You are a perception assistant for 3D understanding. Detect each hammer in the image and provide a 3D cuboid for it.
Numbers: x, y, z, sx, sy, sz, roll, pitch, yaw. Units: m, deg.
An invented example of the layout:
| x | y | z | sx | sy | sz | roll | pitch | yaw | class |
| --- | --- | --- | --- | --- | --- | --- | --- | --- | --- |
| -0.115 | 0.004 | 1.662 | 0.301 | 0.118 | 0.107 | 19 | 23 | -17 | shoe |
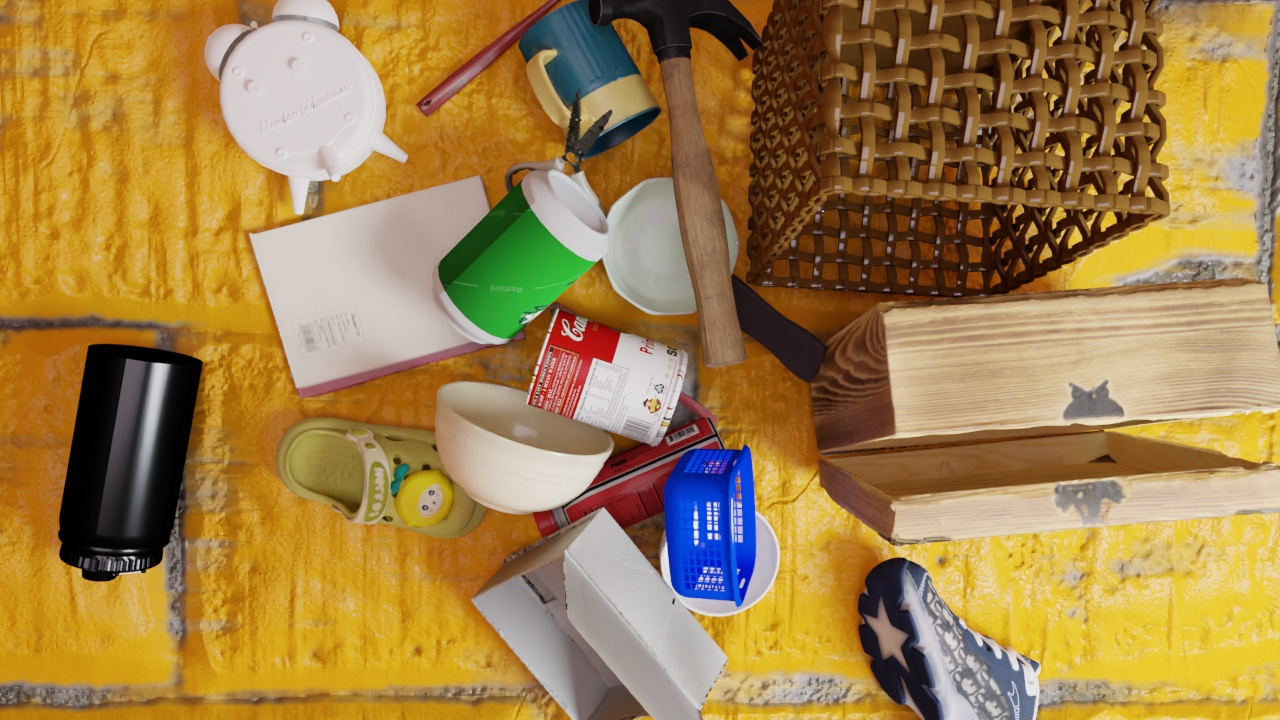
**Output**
| x | y | z | sx | sy | sz | roll | pitch | yaw | class |
| --- | --- | --- | --- | --- | --- | --- | --- | --- | --- |
| 0.048 | -0.147 | 0.736 | 0.132 | 0.040 | 0.305 | -10 | 90 | -22 | hammer |

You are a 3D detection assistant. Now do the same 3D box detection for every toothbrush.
| x | y | z | sx | sy | sz | roll | pitch | yaw | class |
| --- | --- | --- | --- | --- | --- | --- | --- | --- | --- |
| -0.118 | -0.278 | 0.796 | 0.190 | 0.016 | 0.016 | -39 | 96 | 0 | toothbrush |
| -0.005 | 0.005 | 0.824 | 0.184 | 0.015 | 0.015 | 35 | 99 | -6 | toothbrush |

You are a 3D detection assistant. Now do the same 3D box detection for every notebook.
| x | y | z | sx | sy | sz | roll | pitch | yaw | class |
| --- | --- | --- | --- | --- | --- | --- | --- | --- | --- |
| -0.221 | -0.064 | 0.810 | 0.209 | 0.012 | 0.153 | -15 | 96 | -1 | notebook |

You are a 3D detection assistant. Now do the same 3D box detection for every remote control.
| x | y | z | sx | sy | sz | roll | pitch | yaw | class |
| --- | --- | --- | --- | --- | --- | --- | --- | --- | --- |
| 0.108 | -0.032 | 0.793 | 0.009 | 0.047 | 0.124 | -30 | 60 | -35 | remote control |

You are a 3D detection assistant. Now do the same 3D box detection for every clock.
| x | y | z | sx | sy | sz | roll | pitch | yaw | class |
| --- | --- | --- | --- | --- | --- | --- | --- | --- | --- |
| -0.282 | -0.219 | 0.764 | 0.125 | 0.073 | 0.161 | -27 | 95 | -1 | clock |

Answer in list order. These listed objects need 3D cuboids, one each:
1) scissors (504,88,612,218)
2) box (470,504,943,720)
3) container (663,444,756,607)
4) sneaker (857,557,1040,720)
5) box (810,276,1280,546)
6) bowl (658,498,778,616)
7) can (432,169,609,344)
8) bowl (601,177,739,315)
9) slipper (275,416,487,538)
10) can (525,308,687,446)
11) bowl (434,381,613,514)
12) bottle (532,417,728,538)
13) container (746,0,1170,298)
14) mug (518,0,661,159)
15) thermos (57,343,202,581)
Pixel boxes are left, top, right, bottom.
| x | y | z | sx | sy | sz | roll | pitch | yaw | class |
| --- | --- | --- | --- | --- | --- | --- | --- | --- | --- |
| -0.054 | -0.154 | 0.754 | 0.154 | 0.163 | 0.012 | 50 | 51 | -35 | scissors |
| 0.017 | 0.195 | 0.630 | 0.119 | 0.480 | 0.166 | -42 | 95 | -24 | box |
| 0.056 | 0.130 | 0.739 | 0.058 | 0.096 | 0.114 | 0 | 106 | 17 | container |
| 0.299 | 0.287 | 0.831 | 0.132 | 0.103 | 0.269 | -26 | 96 | -16 | sneaker |
| 0.294 | 0.041 | 0.731 | 0.279 | 0.245 | 0.168 | -6 | 85 | -3 | box |
| 0.068 | 0.170 | 0.821 | 0.105 | 0.054 | 0.105 | 0 | 93 | -1 | bowl |
| -0.098 | -0.083 | 0.747 | 0.140 | 0.087 | 0.088 | -40 | 95 | 21 | can |
| 0.023 | -0.097 | 0.794 | 0.117 | 0.061 | 0.117 | 0 | 94 | -3 | bowl |
| -0.225 | 0.099 | 0.788 | 0.190 | 0.081 | 0.091 | 15 | 91 | -1 | slipper |
| -0.029 | 0.015 | 0.776 | 0.116 | 0.086 | 0.086 | 18 | 93 | -4 | can |
| -0.105 | 0.079 | 0.762 | 0.151 | 0.150 | 0.075 | 19 | 101 | -4 | bowl |
| -0.008 | 0.111 | 0.808 | 0.176 | 0.062 | 0.062 | -23 | 95 | -1 | bottle |
| 0.211 | -0.182 | 0.683 | 0.219 | 0.252 | 0.214 | 3 | 81 | -3 | container |
| -0.050 | -0.231 | 0.757 | 0.083 | 0.113 | 0.107 | -25 | 95 | 35 | mug |
| -0.433 | 0.092 | 0.773 | 0.086 | 0.086 | 0.198 | 12 | 94 | -4 | thermos |
